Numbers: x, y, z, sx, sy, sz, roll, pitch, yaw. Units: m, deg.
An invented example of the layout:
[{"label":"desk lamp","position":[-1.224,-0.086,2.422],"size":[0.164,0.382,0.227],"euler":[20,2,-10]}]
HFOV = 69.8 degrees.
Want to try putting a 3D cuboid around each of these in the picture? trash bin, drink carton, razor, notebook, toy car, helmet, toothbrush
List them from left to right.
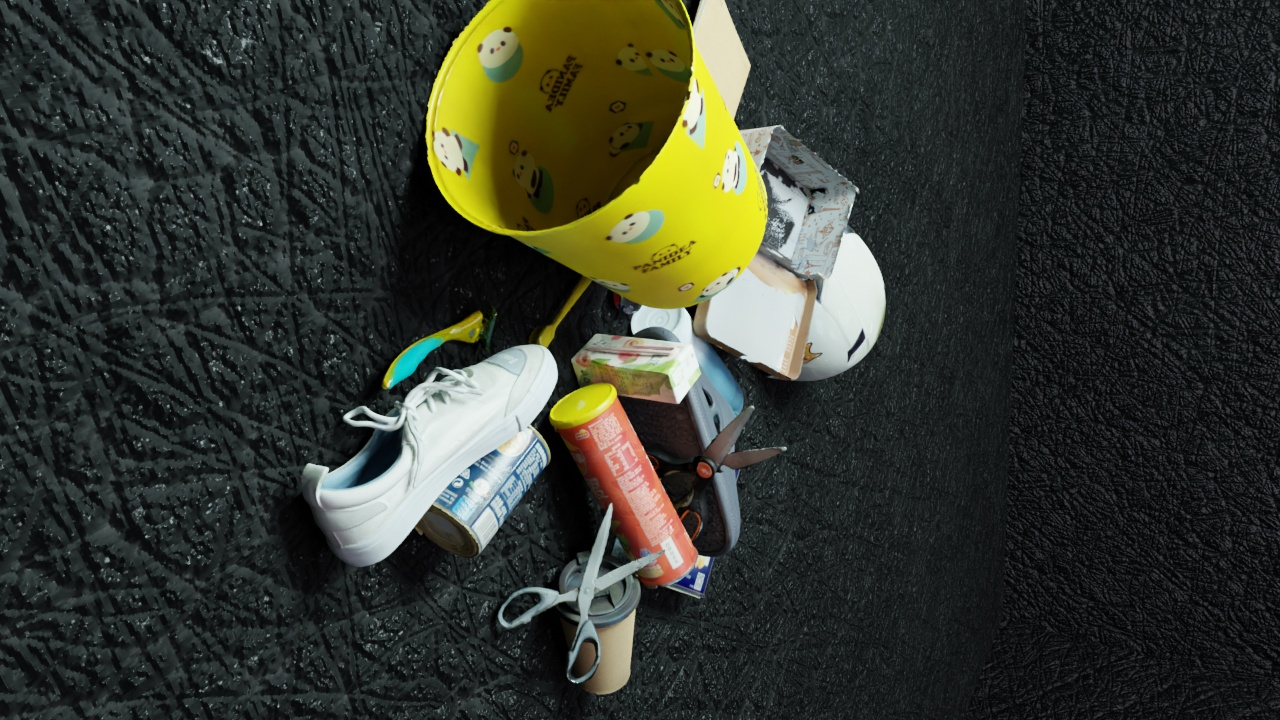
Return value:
[{"label":"razor","position":[-0.169,-0.008,0.756],"size":[0.132,0.028,0.043],"euler":[-38,159,-50]},{"label":"toothbrush","position":[-0.059,-0.081,0.924],"size":[0.189,0.017,0.016],"euler":[-58,140,-34]},{"label":"trash bin","position":[-0.014,-0.168,0.791],"size":[0.255,0.230,0.229],"euler":[31,71,-60]},{"label":"drink carton","position":[-0.005,0.005,0.926],"size":[0.053,0.123,0.045],"euler":[-49,133,-39]},{"label":"toy car","position":[-0.004,-0.102,0.988],"size":[0.049,0.031,0.106],"euler":[15,92,-59]},{"label":"notebook","position":[0.077,-0.306,1.058],"size":[0.149,0.012,0.211],"euler":[47,56,-56]},{"label":"helmet","position":[0.254,-0.090,1.277],"size":[0.229,0.157,0.274],"euler":[-58,141,-33]}]

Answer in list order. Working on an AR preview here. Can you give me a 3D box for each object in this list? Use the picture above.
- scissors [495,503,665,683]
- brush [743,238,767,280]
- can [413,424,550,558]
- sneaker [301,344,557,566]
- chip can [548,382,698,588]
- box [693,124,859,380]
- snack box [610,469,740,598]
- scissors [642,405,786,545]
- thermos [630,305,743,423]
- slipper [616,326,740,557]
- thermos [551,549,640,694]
[{"label":"scissors","position":[-0.058,0.227,0.896],"size":[0.014,0.159,0.181],"euler":[161,-65,-79]},{"label":"brush","position":[0.124,-0.174,1.153],"size":[0.073,0.055,0.144],"euler":[11,88,-39]},{"label":"can","position":[-0.138,0.105,0.787],"size":[0.110,0.075,0.075],"euler":[-54,138,-36]},{"label":"sneaker","position":[-0.166,0.047,0.729],"size":[0.241,0.090,0.091],"euler":[-46,129,-34]},{"label":"chip can","position":[-0.013,0.129,0.938],"size":[0.073,0.073,0.217],"euler":[-46,117,-42]},{"label":"box","position":[0.149,-0.123,1.086],"size":[0.177,0.082,0.260],"euler":[25,78,-39]},{"label":"snack box","position":[0.048,0.185,1.122],"size":[0.178,0.046,0.182],"euler":[37,66,-53]},{"label":"scissors","position":[0.049,0.115,0.961],"size":[0.021,0.204,0.225],"euler":[-37,145,-48]},{"label":"thermos","position":[0.064,0.006,1.086],"size":[0.220,0.070,0.070],"euler":[49,57,-49]},{"label":"slipper","position":[0.052,0.084,1.013],"size":[0.083,0.111,0.268],"euler":[-33,109,-48]},{"label":"thermos","position":[-0.044,0.280,0.970],"size":[0.092,0.093,0.143],"euler":[-41,138,-45]}]
